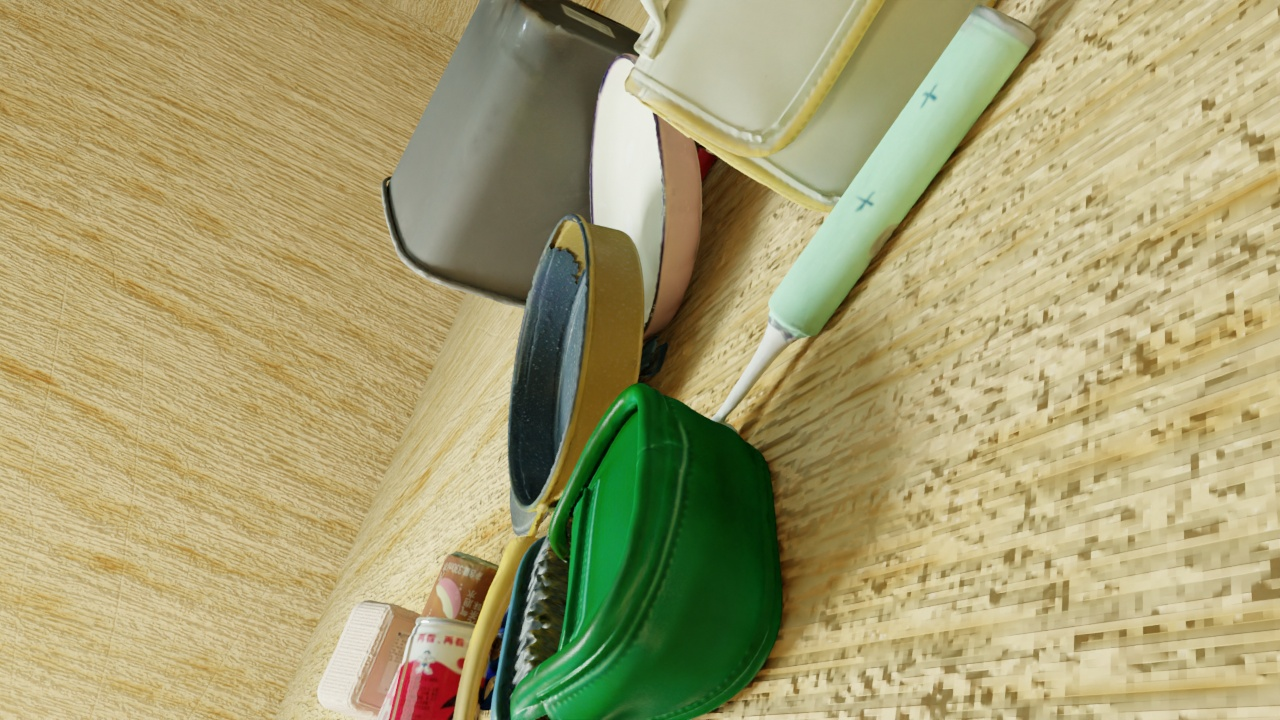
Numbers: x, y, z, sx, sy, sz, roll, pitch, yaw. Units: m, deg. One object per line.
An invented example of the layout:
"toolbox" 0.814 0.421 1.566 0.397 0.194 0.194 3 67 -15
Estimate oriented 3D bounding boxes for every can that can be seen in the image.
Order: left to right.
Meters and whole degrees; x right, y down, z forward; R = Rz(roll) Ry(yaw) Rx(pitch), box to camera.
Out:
"can" -0.128 0.227 0.557 0.053 0.053 0.132 -41 36 57
"can" -0.137 0.212 0.643 0.058 0.058 0.147 -29 37 65

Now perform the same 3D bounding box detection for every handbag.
"handbag" -0.004 0.083 0.368 0.120 0.068 0.131 -48 22 28
"handbag" 0.057 -0.168 0.384 0.163 0.178 0.063 -59 21 14

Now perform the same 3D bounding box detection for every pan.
"pan" -0.066 0.072 0.572 0.198 0.078 0.356 130 145 -59

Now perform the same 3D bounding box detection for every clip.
"clip" -0.001 0.004 0.612 0.057 0.032 0.025 -30 38 53

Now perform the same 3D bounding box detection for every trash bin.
"trash bin" -0.086 -0.182 0.775 0.220 0.198 0.198 -62 33 24

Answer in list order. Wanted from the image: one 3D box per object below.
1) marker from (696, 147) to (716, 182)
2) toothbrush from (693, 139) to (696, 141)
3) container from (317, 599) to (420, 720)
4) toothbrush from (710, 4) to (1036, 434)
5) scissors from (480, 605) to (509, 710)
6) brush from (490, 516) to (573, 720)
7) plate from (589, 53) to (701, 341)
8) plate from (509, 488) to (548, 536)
"marker" 0.017 -0.098 0.719 0.145 0.017 0.017 -61 15 11
"toothbrush" 0.048 -0.182 0.757 0.181 0.015 0.018 -125 53 -73
"container" -0.186 0.239 0.714 0.111 0.090 0.089 -30 36 59
"toothbrush" 0.081 -0.041 0.384 0.026 0.027 0.225 -14 -39 -58
"scissors" -0.068 0.180 0.554 0.132 0.012 0.173 -63 16 -2
"brush" -0.042 0.141 0.441 0.074 0.055 0.143 -53 18 30
"plate" 0.004 -0.108 0.626 0.192 0.039 0.192 175 91 -75
"plate" -0.073 0.056 0.754 0.180 0.024 0.179 -57 16 25
